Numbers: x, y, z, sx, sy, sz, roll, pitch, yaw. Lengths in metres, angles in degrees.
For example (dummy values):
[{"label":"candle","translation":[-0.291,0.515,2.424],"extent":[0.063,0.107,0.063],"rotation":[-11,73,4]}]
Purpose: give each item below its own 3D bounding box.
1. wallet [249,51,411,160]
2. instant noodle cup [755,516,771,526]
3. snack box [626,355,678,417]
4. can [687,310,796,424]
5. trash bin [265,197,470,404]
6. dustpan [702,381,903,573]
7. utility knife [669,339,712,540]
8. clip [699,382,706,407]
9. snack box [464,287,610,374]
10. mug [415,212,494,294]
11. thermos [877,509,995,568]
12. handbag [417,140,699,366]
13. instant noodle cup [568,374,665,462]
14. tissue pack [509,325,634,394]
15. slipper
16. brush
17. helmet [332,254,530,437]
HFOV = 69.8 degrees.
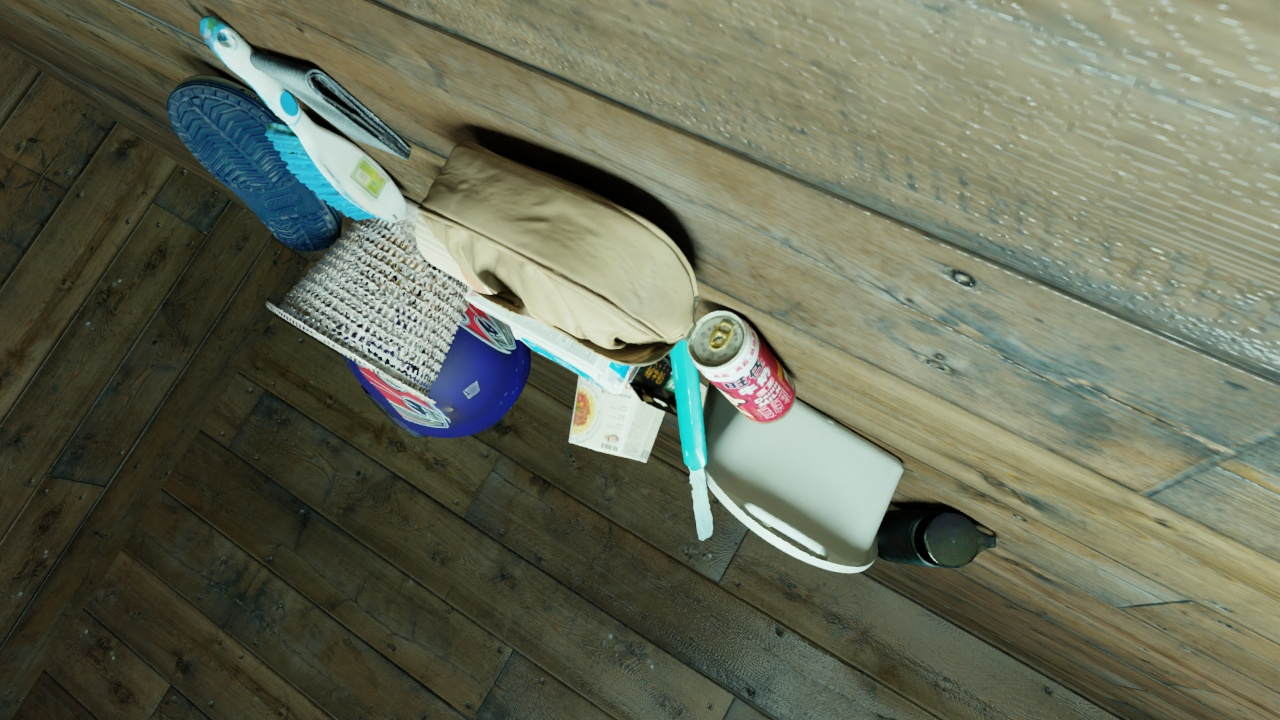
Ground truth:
[{"label":"wallet","translation":[-0.262,-0.217,0.784],"extent":[0.097,0.019,0.121],"rotation":[27,173,38]},{"label":"instant noodle cup","translation":[0.132,0.133,1.062],"extent":[0.111,0.112,0.123],"rotation":[32,-170,-13]},{"label":"snack box","translation":[-0.006,0.006,0.969],"extent":[0.126,0.053,0.113],"rotation":[29,-179,33]},{"label":"can","translation":[0.086,0.008,0.760],"extent":[0.053,0.053,0.132],"rotation":[26,171,33]},{"label":"trash bin","translation":[-0.296,-0.084,1.103],"extent":[0.227,0.192,0.227],"rotation":[30,173,4]},{"label":"dustpan","translation":[0.150,0.124,0.951],"extent":[0.222,0.142,0.258],"rotation":[31,171,0]},{"label":"utility knife","translation":[0.046,0.061,0.847],"extent":[0.029,0.219,0.013],"rotation":[-3,-172,31]},{"label":"clip","translation":[0.086,0.053,1.144],"extent":[0.100,0.034,0.074],"rotation":[23,170,19]},{"label":"snack box","translation":[-0.079,-0.058,0.844],"extent":[0.157,0.084,0.027],"rotation":[28,174,24]},{"label":"mug","translation":[-0.119,-0.102,0.788],"extent":[0.114,0.082,0.106],"rotation":[-4,-157,-45]},{"label":"thermos","translation":[0.343,0.214,1.090],"extent":[0.090,0.068,0.242],"rotation":[8,171,1]},{"label":"handbag","translation":[-0.058,-0.069,0.635],"extent":[0.204,0.099,0.147],"rotation":[29,176,36]},{"label":"instant noodle cup","translation":[-0.024,0.051,1.103],"extent":[0.116,0.124,0.116],"rotation":[9,170,30]},{"label":"tissue pack","translation":[-0.051,-0.034,0.879],"extent":[0.140,0.090,0.063],"rotation":[28,172,25]},{"label":"slipper","translation":[-0.420,-0.230,1.045],"extent":[0.253,0.105,0.095],"rotation":[62,-168,-51]},{"label":"brush","translation":[-0.328,-0.223,0.887],"extent":[0.109,0.060,0.314],"rotation":[20,166,31]},{"label":"helmet","translation":[-0.310,-0.032,1.321],"extent":[0.315,0.247,0.240],"rotation":[37,174,-1]}]
